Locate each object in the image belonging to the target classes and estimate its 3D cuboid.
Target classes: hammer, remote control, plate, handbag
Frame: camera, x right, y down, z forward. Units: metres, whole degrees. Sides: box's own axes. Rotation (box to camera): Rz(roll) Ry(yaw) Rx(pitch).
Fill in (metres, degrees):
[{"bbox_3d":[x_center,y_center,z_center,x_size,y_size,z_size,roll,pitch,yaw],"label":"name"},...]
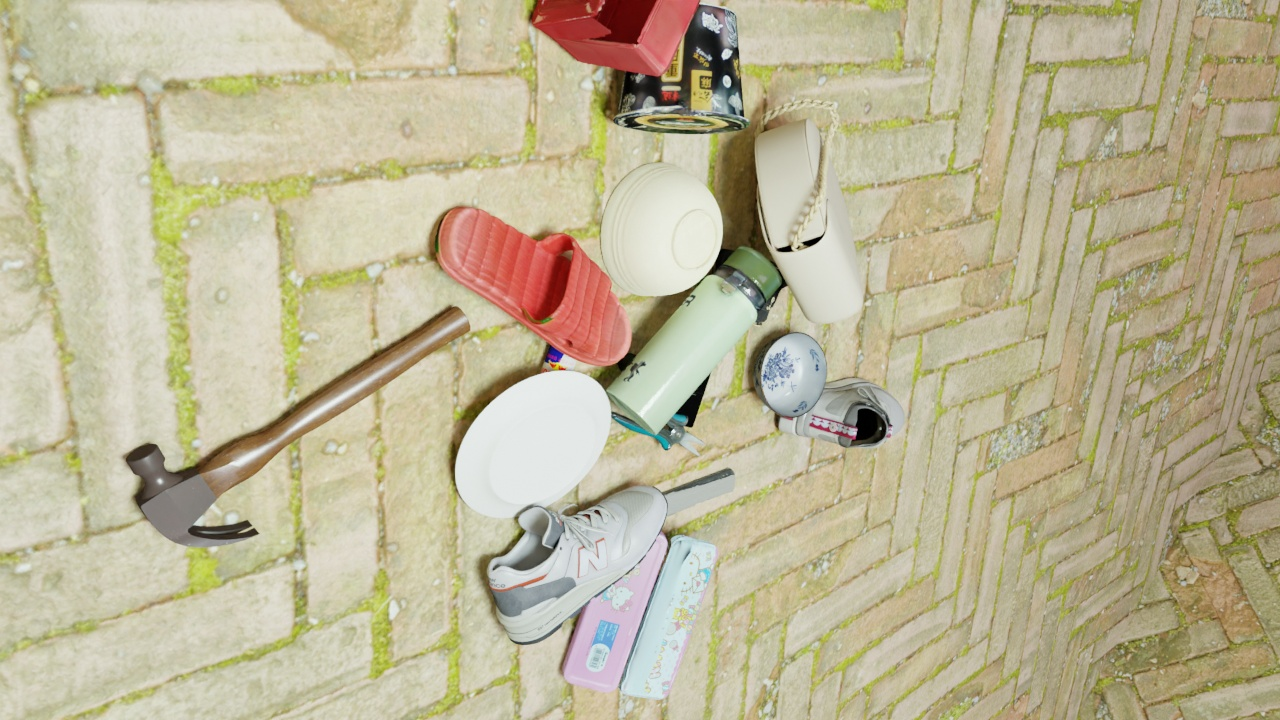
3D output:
[{"bbox_3d":[-0.289,0.047,0.827,0.322,0.033,0.115,-37,125,-26],"label":"hammer"},{"bbox_3d":[0.071,0.173,1.196,0.136,0.013,0.033,-14,113,-35],"label":"remote control"},{"bbox_3d":[-0.107,0.097,0.979,0.188,0.016,0.189,-22,133,-27],"label":"plate"},{"bbox_3d":[0.130,-0.088,1.122,0.128,0.054,0.079,15,93,-45],"label":"handbag"},{"bbox_3d":[0.072,0.009,1.136,0.034,0.013,0.150,15,96,-39],"label":"remote control"},{"bbox_3d":[0.201,-0.166,1.055,0.210,0.103,0.208,50,33,-50],"label":"handbag"}]

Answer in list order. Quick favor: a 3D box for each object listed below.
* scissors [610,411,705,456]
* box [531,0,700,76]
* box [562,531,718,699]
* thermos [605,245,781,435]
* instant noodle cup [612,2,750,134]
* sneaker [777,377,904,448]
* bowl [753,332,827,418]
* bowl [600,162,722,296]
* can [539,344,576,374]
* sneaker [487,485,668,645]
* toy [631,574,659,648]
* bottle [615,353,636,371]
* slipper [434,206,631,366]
[{"bbox_3d":[0.021,0.075,1.104,0.147,0.019,0.123,-10,110,-27],"label":"scissors"},{"bbox_3d":[-0.011,-0.358,0.853,0.110,0.134,0.157,22,91,-43],"label":"box"},{"bbox_3d":[0.002,0.311,1.136,0.150,0.035,0.214,18,94,-19],"label":"box"},{"bbox_3d":[0.064,-0.028,1.024,0.231,0.082,0.082,-48,131,-8],"label":"thermos"},{"bbox_3d":[0.042,-0.294,0.927,0.137,0.137,0.112,-4,98,-40],"label":"instant noodle cup"},{"bbox_3d":[0.319,0.085,1.301,0.262,0.129,0.097,5,102,-44],"label":"sneaker"},{"bbox_3d":[0.188,0.017,1.211,0.114,0.045,0.114,-4,97,-32],"label":"bowl"},{"bbox_3d":[0.037,-0.138,1.010,0.150,0.075,0.151,-16,116,-36],"label":"bowl"},{"bbox_3d":[-0.089,0.011,0.984,0.032,0.032,0.095,18,94,-43],"label":"can"},{"bbox_3d":[-0.077,0.203,1.027,0.239,0.089,0.124,-43,132,-17],"label":"sneaker"},{"bbox_3d":[0.018,0.322,1.184,0.102,0.041,0.054,-63,173,8],"label":"toy"},{"bbox_3d":[-0.006,0.006,1.059,0.106,0.025,0.025,19,92,-43],"label":"bottle"},{"bbox_3d":[-0.088,-0.077,0.914,0.248,0.059,0.103,33,60,-37],"label":"slipper"}]
